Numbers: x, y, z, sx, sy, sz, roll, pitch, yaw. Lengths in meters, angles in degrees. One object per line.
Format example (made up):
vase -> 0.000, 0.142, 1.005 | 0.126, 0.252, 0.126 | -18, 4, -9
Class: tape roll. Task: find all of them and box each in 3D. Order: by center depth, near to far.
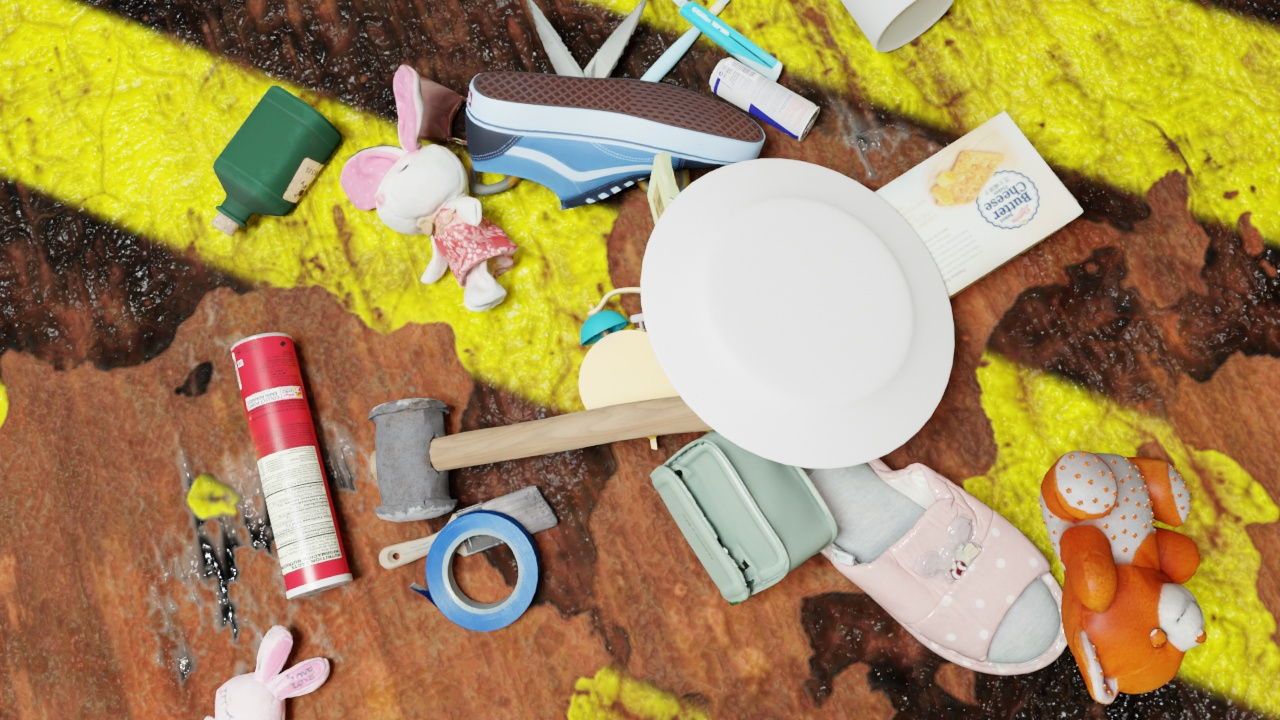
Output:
tape roll -> -0.126, 0.168, 0.738 | 0.091, 0.016, 0.093 | 33, 92, 1

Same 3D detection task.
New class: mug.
mug -> 0.219, -0.330, 0.781 | 0.111, 0.079, 0.097 | -24, 77, -28

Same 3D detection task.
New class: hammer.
hammer -> -0.070, 0.057, 0.701 | 0.329, 0.052, 0.098 | -12, 78, 21

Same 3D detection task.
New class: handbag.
handbag -> 0.073, 0.115, 0.697 | 0.067, 0.106, 0.122 | -24, 76, -41
handbag -> -0.150, -0.211, 0.816 | 0.119, 0.029, 0.055 | 17, 84, 3

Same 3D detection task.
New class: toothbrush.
toothbrush -> 0.044, -0.286, 0.814 | 0.155, 0.016, 0.022 | -48, 117, -4

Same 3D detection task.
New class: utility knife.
utility knife -> 0.056, -0.294, 0.800 | 0.162, 0.015, 0.022 | 35, 79, 0

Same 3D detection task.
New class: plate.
plate -> 0.119, -0.042, 0.659 | 0.242, 0.016, 0.242 | 5, 69, -13

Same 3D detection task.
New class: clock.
clock -> -0.004, 0.004, 0.754 | 0.099, 0.043, 0.129 | 10, 88, 7

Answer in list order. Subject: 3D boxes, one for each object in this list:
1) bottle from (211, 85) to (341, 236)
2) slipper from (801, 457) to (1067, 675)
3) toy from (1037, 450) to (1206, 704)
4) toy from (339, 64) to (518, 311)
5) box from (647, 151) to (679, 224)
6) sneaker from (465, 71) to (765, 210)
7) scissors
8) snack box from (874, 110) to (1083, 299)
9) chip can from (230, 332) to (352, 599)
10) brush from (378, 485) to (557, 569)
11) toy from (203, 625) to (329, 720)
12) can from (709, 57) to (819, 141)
bottle -> -0.328, -0.167, 0.804 | 0.061, 0.061, 0.131 | 33, 84, 12
slipper -> 0.205, 0.139, 0.702 | 0.274, 0.054, 0.114 | 35, 85, 9
toy -> 0.346, 0.151, 0.656 | 0.093, 0.163, 0.172 | -15, 74, 47
toy -> -0.172, -0.126, 0.768 | 0.084, 0.160, 0.194 | -31, 86, -46
box -> 0.049, -0.058, 0.722 | 0.066, 0.127, 0.188 | -23, 71, 23
sneaker -> -0.023, -0.174, 0.761 | 0.241, 0.098, 0.083 | 4, 42, -9
scissors -> -0.047, -0.209, 0.796 | 0.230, 0.016, 0.225 | 39, 90, 3
snack box -> 0.232, -0.099, 0.741 | 0.208, 0.057, 0.104 | -32, 79, -1
chip can -> -0.290, 0.085, 0.761 | 0.052, 0.052, 0.214 | -18, 78, 2
brush -> -0.144, 0.142, 0.757 | 0.151, 0.012, 0.039 | -20, 79, 3
toy -> -0.303, 0.270, 0.732 | 0.063, 0.047, 0.110 | 37, 82, 2
can -> 0.106, -0.225, 0.788 | 0.095, 0.032, 0.032 | 33, 84, 10
